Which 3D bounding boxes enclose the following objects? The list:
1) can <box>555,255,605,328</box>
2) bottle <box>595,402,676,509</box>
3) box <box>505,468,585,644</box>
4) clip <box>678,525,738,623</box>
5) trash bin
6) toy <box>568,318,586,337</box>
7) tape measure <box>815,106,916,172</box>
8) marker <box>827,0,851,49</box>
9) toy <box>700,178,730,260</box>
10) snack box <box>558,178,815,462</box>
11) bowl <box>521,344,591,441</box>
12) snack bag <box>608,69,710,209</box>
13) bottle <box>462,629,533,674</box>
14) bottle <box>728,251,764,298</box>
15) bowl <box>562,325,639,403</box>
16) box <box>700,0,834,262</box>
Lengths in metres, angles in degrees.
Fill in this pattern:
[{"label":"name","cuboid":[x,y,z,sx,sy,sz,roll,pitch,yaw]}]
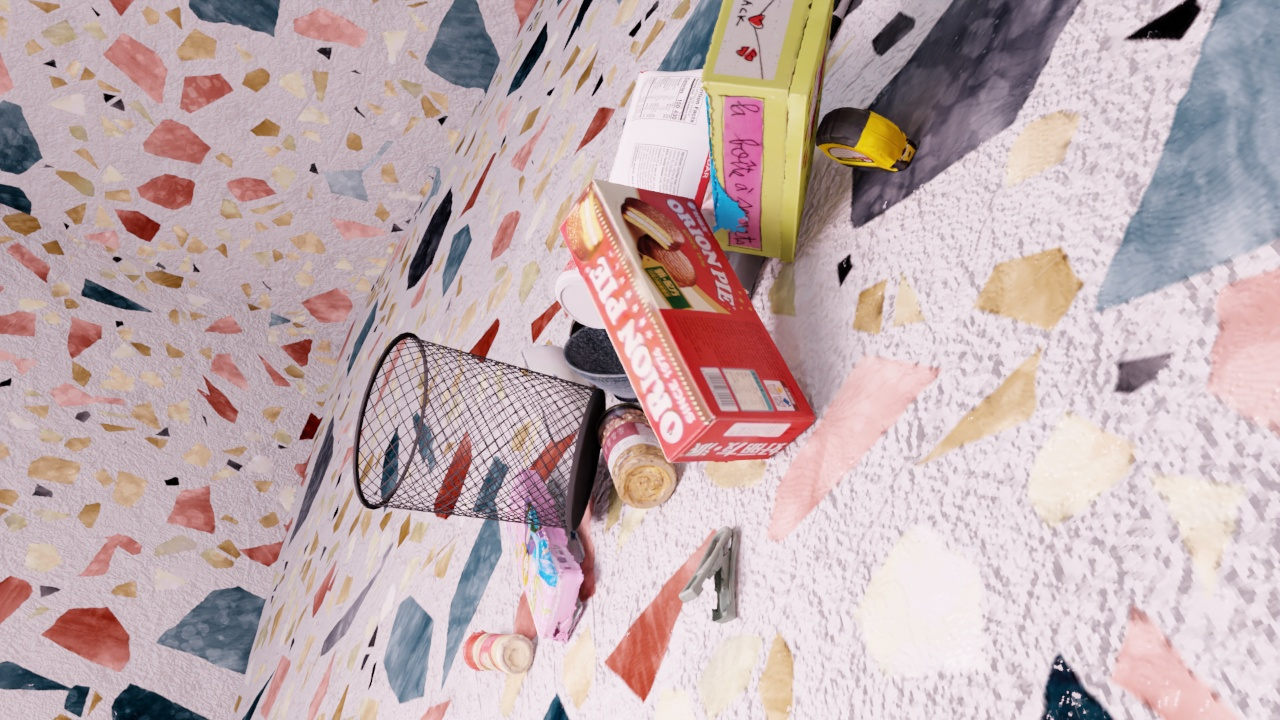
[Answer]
[{"label":"can","cuboid":[-0.027,-0.103,0.938,0.078,0.078,0.135,-33,26,52]},{"label":"bottle","cuboid":[-0.006,0.088,0.862,0.056,0.056,0.105,-59,24,15]},{"label":"box","cuboid":[-0.099,0.202,0.981,0.230,0.053,0.085,-130,49,-64]},{"label":"clip","cuboid":[0.058,0.158,0.697,0.023,0.059,0.075,-39,22,44]},{"label":"trash bin","cuboid":[-0.153,0.080,0.932,0.184,0.210,0.184,13,-92,-84]},{"label":"toy","cuboid":[-0.035,-0.066,1.043,0.180,0.078,0.152,-58,18,30]},{"label":"tape measure","cuboid":[0.174,-0.175,0.721,0.037,0.064,0.065,-66,24,0]},{"label":"marker","cuboid":[0.173,-0.300,0.905,0.140,0.016,0.016,-64,23,4]},{"label":"toy","cuboid":[0.047,-0.089,0.869,0.131,0.105,0.205,-17,59,45]},{"label":"snack box","cuboid":[0.032,-0.034,0.720,0.060,0.113,0.236,-48,54,36]},{"label":"bowl","cuboid":[-0.092,0.032,1.061,0.113,0.063,0.113,160,91,-83]},{"label":"snack bag","cuboid":[0.023,-0.207,0.844,0.144,0.039,0.131,20,95,50]},{"label":"bottle","cuboid":[-0.153,0.311,0.978,0.109,0.044,0.044,-24,47,56]},{"label":"bottle","cuboid":[0.082,-0.053,0.843,0.030,0.030,0.113,7,74,66]},{"label":"bowl","cuboid":[-0.005,0.005,0.915,0.137,0.137,0.057,-117,16,-61]},{"label":"box","cuboid":[0.103,-0.187,0.734,0.221,0.081,0.124,74,-151,-62]}]
